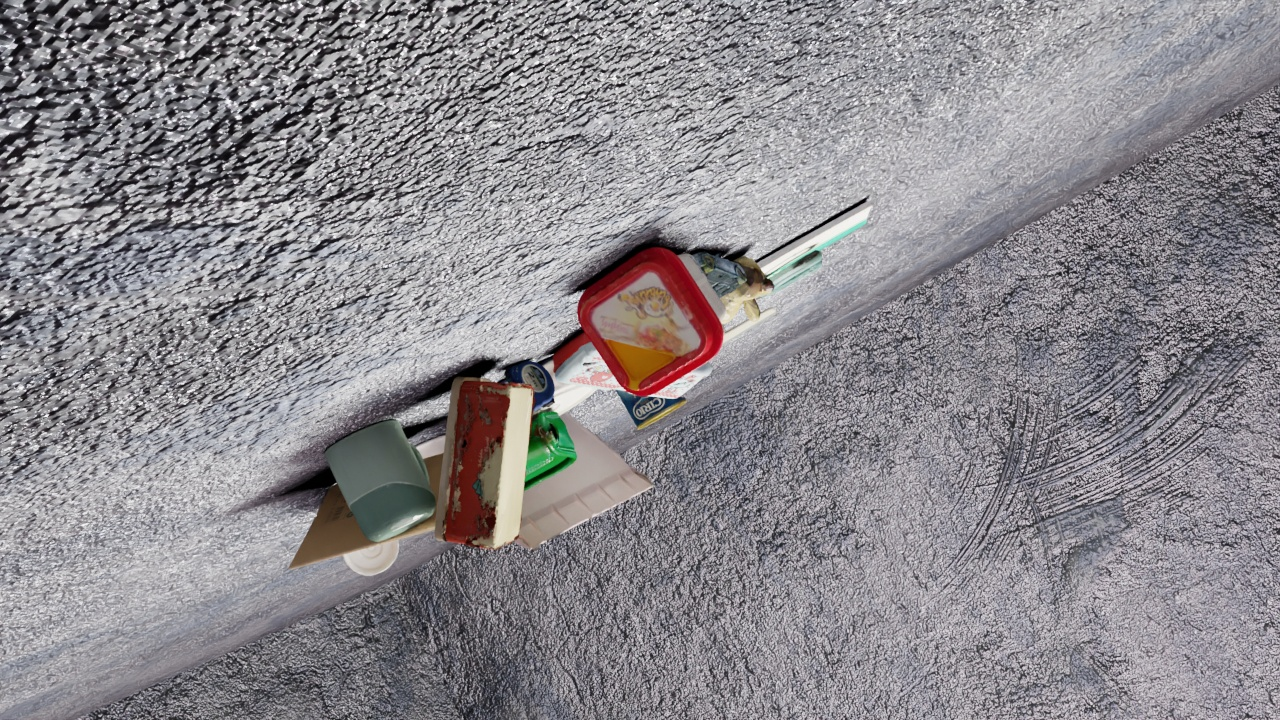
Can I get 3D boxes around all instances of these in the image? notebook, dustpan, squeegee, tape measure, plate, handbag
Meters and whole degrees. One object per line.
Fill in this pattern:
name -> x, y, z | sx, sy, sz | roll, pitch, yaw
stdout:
notebook -> 0.203, -0.140, 1.200 | 0.209, 0.012, 0.150 | -30, 173, 10
dustpan -> -0.152, 0.174, 1.313 | 0.222, 0.273, 0.139 | -19, 143, -37
squeegee -> 0.092, -0.035, 1.264 | 0.246, 0.039, 0.246 | -31, 176, -2
tape measure -> -0.121, 0.029, 1.014 | 0.025, 0.058, 0.054 | -34, 174, 35
plate -> -0.137, 0.051, 1.146 | 0.205, 0.045, 0.205 | -27, 172, -4
notebook -> -0.288, 0.164, 1.052 | 0.208, 0.008, 0.147 | -17, -152, 12
handbag -> -0.148, 0.120, 1.128 | 0.131, 0.068, 0.120 | -29, 171, 3

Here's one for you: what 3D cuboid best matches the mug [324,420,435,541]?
mug -> -0.263, 0.126, 0.971 | 0.082, 0.106, 0.111 | -32, 172, 22

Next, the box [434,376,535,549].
box -> -0.150, 0.104, 0.940 | 0.079, 0.168, 0.091 | 6, 179, 12

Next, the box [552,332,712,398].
box -> -0.005, 0.010, 1.085 | 0.200, 0.048, 0.087 | 10, 148, -41

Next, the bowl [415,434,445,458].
bowl -> -0.284, 0.152, 1.212 | 0.118, 0.064, 0.118 | -27, 171, -5

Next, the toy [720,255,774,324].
toy -> 0.094, -0.075, 1.098 | 0.105, 0.066, 0.158 | 23, 152, -21

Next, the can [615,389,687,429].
can -> 0.001, 0.025, 1.205 | 0.075, 0.111, 0.075 | -29, 173, -4

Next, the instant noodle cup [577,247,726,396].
instant noodle cup -> 0.021, -0.044, 0.872 | 0.117, 0.116, 0.124 | -32, -177, 25

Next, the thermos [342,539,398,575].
thermos -> -0.350, 0.214, 1.154 | 0.070, 0.070, 0.221 | -25, -170, -20

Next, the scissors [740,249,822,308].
scissors -> 0.187, -0.108, 1.246 | 0.173, 0.019, 0.178 | -27, 175, -14

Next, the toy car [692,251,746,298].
toy car -> 0.068, -0.091, 0.976 | 0.054, 0.036, 0.120 | -31, 161, 27
